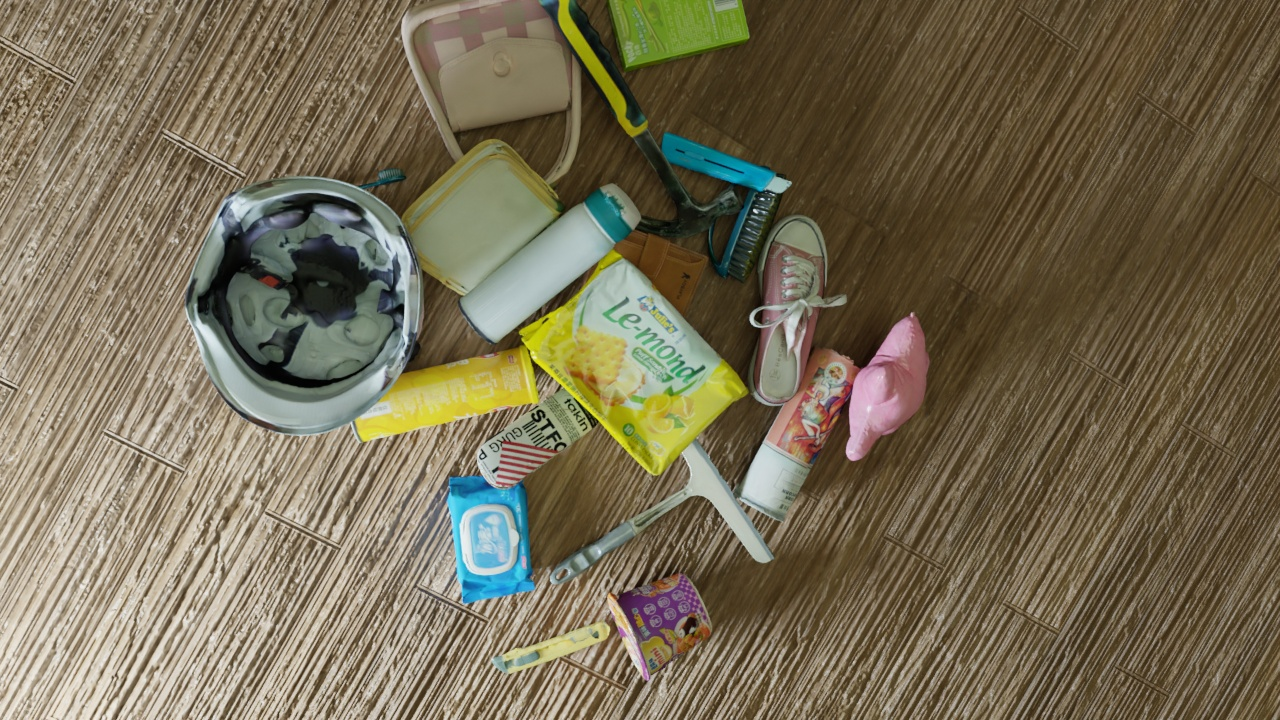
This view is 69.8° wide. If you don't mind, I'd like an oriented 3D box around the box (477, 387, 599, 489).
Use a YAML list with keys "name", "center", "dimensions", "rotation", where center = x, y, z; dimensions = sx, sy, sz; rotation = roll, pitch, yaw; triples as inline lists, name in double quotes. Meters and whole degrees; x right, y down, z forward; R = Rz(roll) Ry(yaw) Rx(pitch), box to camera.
- name: "box"
  center: [-0.118, 0.088, 1.082]
  dimensions: [0.164, 0.064, 0.074]
  rotation: [-38, 113, -22]

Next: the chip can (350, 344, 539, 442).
- name: "chip can"
  center: [-0.228, 0.039, 1.068]
  dimensions: [0.213, 0.072, 0.072]
  rotation: [-13, 97, -7]

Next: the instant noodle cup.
- name: "instant noodle cup"
  center: [0.027, 0.318, 1.121]
  dimensions: [0.099, 0.112, 0.111]
  rotation: [-22, 98, -13]

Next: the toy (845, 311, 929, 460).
- name: "toy"
  center: [0.308, 0.024, 1.109]
  dimensions: [0.075, 0.194, 0.179]
  rotation: [25, 114, 25]

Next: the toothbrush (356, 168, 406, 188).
- name: "toothbrush"
  center: [-0.365, -0.194, 1.053]
  dimensions: [0.191, 0.016, 0.018]
  rotation: [-14, 87, -7]

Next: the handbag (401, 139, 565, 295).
- name: "handbag"
  center: [-0.165, -0.147, 1.058]
  dimensions: [0.163, 0.063, 0.178]
  rotation: [-40, 127, 12]

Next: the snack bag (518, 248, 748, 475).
- name: "snack bag"
  center: [-0.006, 0.006, 1.074]
  dimensions: [0.158, 0.068, 0.246]
  rotation: [-45, 102, -3]

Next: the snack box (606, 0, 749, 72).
- name: "snack box"
  center: [0.045, -0.403, 1.087]
  dimensions: [0.156, 0.026, 0.086]
  rotation: [-16, 98, -7]

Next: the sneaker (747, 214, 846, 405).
- name: "sneaker"
  center: [0.183, -0.065, 1.097]
  dimensions: [0.118, 0.088, 0.240]
  rotation: [13, 80, -9]

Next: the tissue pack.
- name: "tissue pack"
  center: [-0.179, 0.213, 1.102]
  dimensions: [0.095, 0.052, 0.157]
  rotation: [-6, 96, -8]

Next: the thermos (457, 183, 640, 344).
- name: "thermos"
  center: [-0.099, -0.111, 1.036]
  dimensions: [0.224, 0.073, 0.073]
  rotation: [-38, 100, 8]

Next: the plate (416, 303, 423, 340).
- name: "plate"
  center: [-0.349, -0.062, 1.056]
  dimensions: [0.192, 0.039, 0.192]
  rotation: [-1, 96, -8]

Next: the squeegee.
- name: "squeegee"
  center: [-0.005, 0.205, 1.135]
  dimensions: [0.246, 0.039, 0.246]
  rotation: [-33, 85, -2]

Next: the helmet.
- name: "helmet"
  center: [-0.338, -0.064, 0.964]
  dimensions: [0.229, 0.146, 0.259]
  rotation: [9, 102, -8]

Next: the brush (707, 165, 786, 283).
- name: "brush"
  center: [0.122, -0.169, 1.110]
  dimensions: [0.073, 0.055, 0.144]
  rotation: [22, 92, 11]

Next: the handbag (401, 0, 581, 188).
- name: "handbag"
  center: [-0.155, -0.300, 1.049]
  dimensions: [0.193, 0.093, 0.234]
  rotation: [-14, 109, -7]

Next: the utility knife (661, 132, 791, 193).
- name: "utility knife"
  center: [0.099, -0.230, 1.084]
  dimensions: [0.166, 0.018, 0.034]
  rotation: [22, 92, 15]

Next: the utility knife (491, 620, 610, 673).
- name: "utility knife"
  center: [-0.110, 0.359, 1.149]
  dimensions: [0.151, 0.018, 0.031]
  rotation: [-19, 104, -11]

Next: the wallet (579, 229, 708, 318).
- name: "wallet"
  center: [0.005, -0.106, 1.101]
  dimensions: [0.130, 0.035, 0.119]
  rotation: [19, 111, -9]

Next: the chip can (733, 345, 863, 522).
- name: "chip can"
  center: [0.197, 0.089, 1.138]
  dimensions: [0.071, 0.071, 0.214]
  rotation: [28, 90, -10]

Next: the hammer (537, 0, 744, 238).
- name: "hammer"
  center: [-0.015, -0.274, 1.032]
  dimensions: [0.126, 0.031, 0.323]
  rotation: [-25, 117, 22]
